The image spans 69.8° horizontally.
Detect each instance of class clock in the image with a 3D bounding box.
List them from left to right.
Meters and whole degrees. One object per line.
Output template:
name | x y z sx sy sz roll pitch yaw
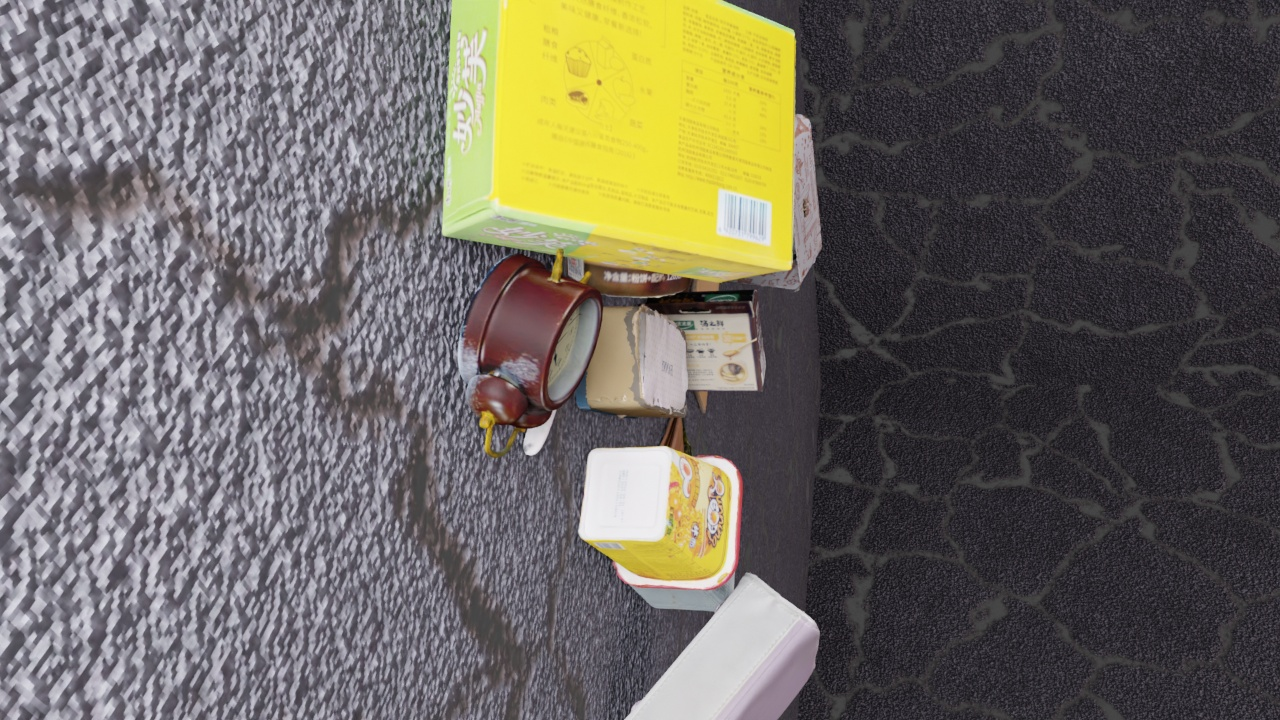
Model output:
clock | -0.065 -0.003 0.525 0.082 0.055 0.122 31 80 -76

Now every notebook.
notebook | 0.081 -0.059 1.193 0.149 0.012 0.211 67 27 -59

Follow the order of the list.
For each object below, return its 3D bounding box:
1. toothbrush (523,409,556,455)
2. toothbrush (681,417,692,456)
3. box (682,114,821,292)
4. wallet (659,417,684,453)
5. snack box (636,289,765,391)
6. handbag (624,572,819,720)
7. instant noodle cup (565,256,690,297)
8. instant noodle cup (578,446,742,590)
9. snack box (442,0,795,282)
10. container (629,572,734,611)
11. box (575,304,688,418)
toothbrush | -0.057 -0.001 0.660 0.179 0.016 0.016 -75 150 -45
toothbrush | 0.041 0.046 1.037 0.017 0.012 0.186 -62 150 -46
box | 0.082 -0.142 0.965 0.192 0.157 0.183 -55 142 -41
wallet | 0.036 0.125 1.009 0.115 0.020 0.101 -70 157 -59
snack box | 0.064 -0.024 0.923 0.053 0.113 0.126 -75 159 -48
handbag | 0.072 0.310 0.843 0.196 0.098 0.145 -44 143 -19
instant noodle cup | -0.007 -0.113 0.670 0.118 0.118 0.114 -52 148 -66
instant noodle cup | 0.013 0.124 0.762 0.123 0.116 0.116 40 51 -56
snack box | -0.005 -0.138 0.535 0.209 0.070 0.157 5 84 -35
container | 0.036 0.182 0.873 0.111 0.090 0.090 57 35 -60
box | -0.005 0.005 0.779 0.184 0.060 0.089 28 63 -71
